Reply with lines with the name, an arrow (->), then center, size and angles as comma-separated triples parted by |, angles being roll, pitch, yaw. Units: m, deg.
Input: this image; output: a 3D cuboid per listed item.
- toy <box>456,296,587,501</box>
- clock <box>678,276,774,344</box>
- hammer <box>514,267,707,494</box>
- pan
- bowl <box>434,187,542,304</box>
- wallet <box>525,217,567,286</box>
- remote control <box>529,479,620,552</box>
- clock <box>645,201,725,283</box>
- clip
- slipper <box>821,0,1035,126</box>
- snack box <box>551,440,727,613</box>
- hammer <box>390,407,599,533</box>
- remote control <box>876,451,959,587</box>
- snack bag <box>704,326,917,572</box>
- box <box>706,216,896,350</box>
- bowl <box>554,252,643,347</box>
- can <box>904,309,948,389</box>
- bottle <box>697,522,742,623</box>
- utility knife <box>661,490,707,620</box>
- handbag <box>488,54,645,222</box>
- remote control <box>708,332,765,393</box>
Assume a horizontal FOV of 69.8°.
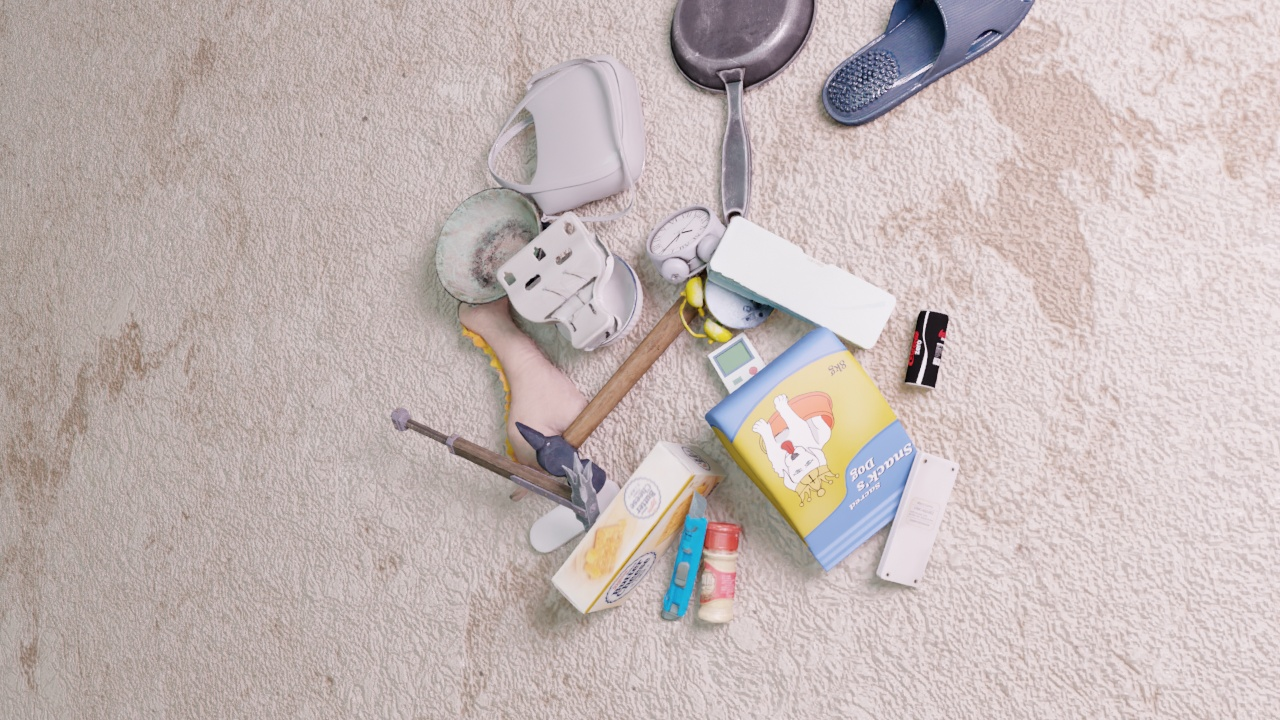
toy -> -0.172, 0.026, 1.169 | 0.264, 0.065, 0.196 | 44, 99, 26
clock -> 0.100, -0.070, 1.035 | 0.118, 0.057, 0.083 | -31, 94, -1
hammer -> -0.006, 0.006, 1.078 | 0.322, 0.129, 0.040 | -49, 25, 0
pan -> 0.114, -0.331, 1.095 | 0.188, 0.055, 0.356 | -1, 78, 25
bowl -> -0.186, -0.141, 1.172 | 0.158, 0.038, 0.157 | -7, 73, 22
wallet -> -0.158, -0.154, 1.205 | 0.115, 0.026, 0.089 | 34, 98, 26
remote control -> -0.081, 0.192, 1.128 | 0.137, 0.013, 0.043 | -35, 70, 17
clock -> 0.054, -0.133, 1.062 | 0.095, 0.035, 0.122 | -30, 34, 12
clip -> -0.079, -0.082, 1.082 | 0.126, 0.096, 0.152 | -38, 90, 18
slipper -> 0.307, -0.355, 0.982 | 0.264, 0.082, 0.101 | -36, 71, 17
snack box -> 0.000, 0.189, 1.040 | 0.057, 0.104, 0.208 | 42, 101, 24
hammer -> -0.182, 0.122, 1.099 | 0.317, 0.147, 0.028 | 20, 48, 28
remote control -> 0.285, 0.163, 0.942 | 0.011, 0.050, 0.136 | 21, 93, 69
snack bag -> 0.189, 0.092, 0.954 | 0.159, 0.102, 0.205 | -38, 89, -4
box -> 0.170, -0.080, 0.983 | 0.199, 0.066, 0.082 | 26, 65, 0
bowl -> -0.045, -0.070, 1.121 | 0.118, 0.062, 0.118 | -4, 80, 25
can -> 0.301, -0.012, 0.964 | 0.032, 0.031, 0.080 | 11, 88, 26
bottle -> 0.088, 0.236, 1.026 | 0.044, 0.044, 0.109 | 3, 85, 26
utility knife -> 0.051, 0.223, 1.028 | 0.031, 0.015, 0.179 | 15, 112, 12
handbag -> -0.106, -0.269, 1.162 | 0.223, 0.095, 0.215 | -13, 75, 26
remote control -> 0.135, 0.042, 1.040 | 0.050, 0.024, 0.143 | -34, 71, 13
